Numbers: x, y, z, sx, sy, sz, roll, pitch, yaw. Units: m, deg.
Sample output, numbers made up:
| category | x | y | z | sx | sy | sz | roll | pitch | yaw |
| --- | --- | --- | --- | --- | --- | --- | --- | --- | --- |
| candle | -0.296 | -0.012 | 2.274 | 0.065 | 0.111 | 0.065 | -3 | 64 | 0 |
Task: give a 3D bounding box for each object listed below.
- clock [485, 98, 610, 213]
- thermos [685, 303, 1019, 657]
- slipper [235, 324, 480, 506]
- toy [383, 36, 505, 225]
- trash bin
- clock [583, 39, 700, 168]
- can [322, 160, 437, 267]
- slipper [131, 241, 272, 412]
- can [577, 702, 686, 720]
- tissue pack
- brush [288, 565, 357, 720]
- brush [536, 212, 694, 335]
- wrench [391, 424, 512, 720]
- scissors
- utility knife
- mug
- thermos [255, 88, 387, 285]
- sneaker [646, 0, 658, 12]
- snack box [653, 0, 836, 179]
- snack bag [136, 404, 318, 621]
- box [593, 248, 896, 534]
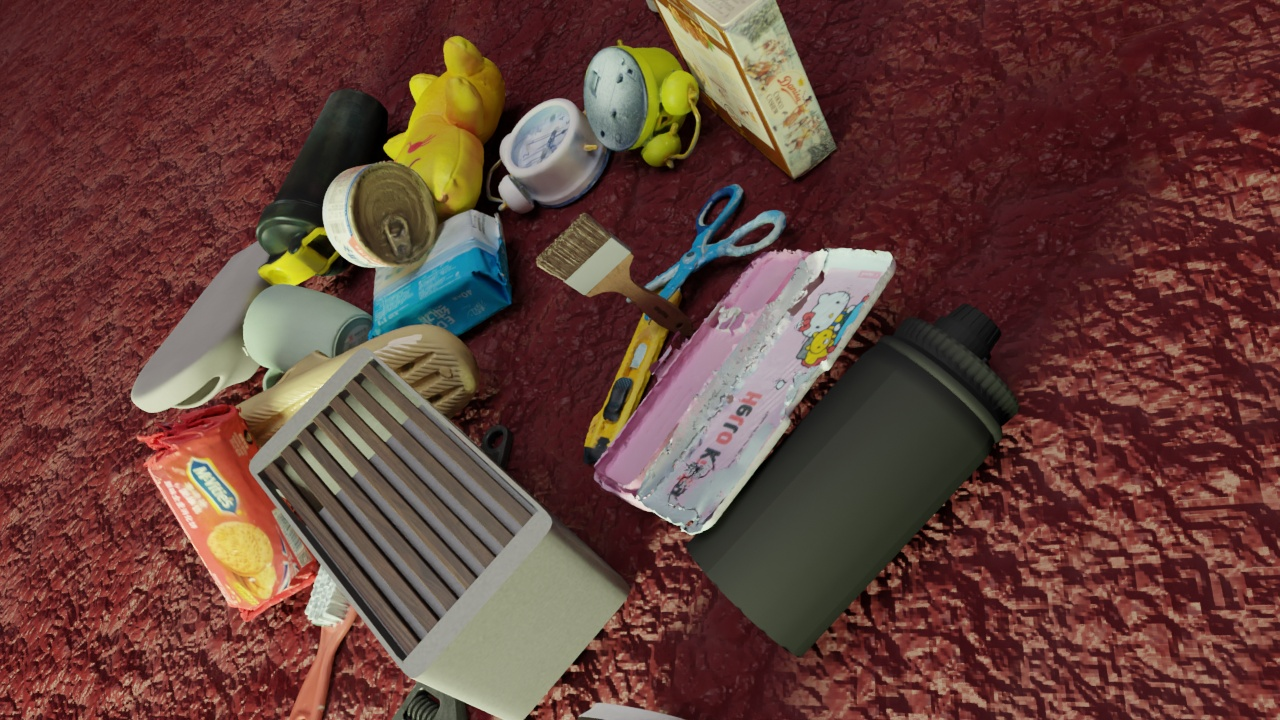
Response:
| category | x | y | z | sx | sy | sz | roll | pitch | yaw |
| --- | --- | --- | --- | --- | --- | --- | --- | --- | --- |
| clock | -0.087 | -0.178 | 0.816 | 0.126 | 0.052 | 0.088 | -23 | 54 | 25 |
| thermos | 0.124 | 0.059 | 0.504 | 0.198 | 0.086 | 0.086 | -47 | 48 | 1 |
| slipper | -0.243 | 0.038 | 0.768 | 0.262 | 0.111 | 0.079 | -26 | 27 | 18 |
| toy | -0.186 | -0.199 | 0.870 | 0.135 | 0.087 | 0.193 | -25 | 49 | 42 |
| trash bin | -0.137 | 0.110 | 0.611 | 0.114 | 0.114 | 0.229 | -48 | 51 | -10 |
| clock | 0.004 | -0.208 | 0.749 | 0.119 | 0.056 | 0.083 | 46 | 136 | 29 |
| can | -0.216 | -0.120 | 0.762 | 0.043 | 0.086 | 0.086 | 1 | 64 | 38 |
| slipper | -0.412 | -0.030 | 0.940 | 0.113 | 0.081 | 0.265 | -19 | 37 | 17 |
| can | -0.010 | 0.255 | 0.487 | 0.072 | 0.072 | 0.128 | -5 | 61 | 32 |
| tissue pack | -0.175 | -0.063 | 0.797 | 0.145 | 0.061 | 0.092 | -28 | 46 | 15 |
| brush | -0.242 | 0.203 | 0.704 | 0.041 | 0.030 | 0.172 | -3 | 62 | 33 |
| brush | -0.005 | -0.049 | 0.618 | 0.045 | 0.143 | 0.008 | -42 | 46 | 17 |
| wrench | -0.128 | 0.171 | 0.656 | 0.073 | 0.018 | 0.272 | -9 | 58 | 30 |
| scissors | 0.041 | -0.084 | 0.686 | 0.140 | 0.013 | 0.117 | -33 | 36 | 18 |
| utility knife | -0.004 | 0.004 | 0.674 | 0.030 | 0.017 | 0.158 | 14 | 68 | 29 |
| mug | -0.299 | -0.007 | 0.837 | 0.104 | 0.084 | 0.111 | 14 | 77 | 27 |
| thermos | -0.323 | -0.180 | 0.951 | 0.098 | 0.098 | 0.220 | -10 | 53 | 29 |
| sneaker | 0.029 | -0.434 | 0.862 | 0.099 | 0.089 | 0.235 | -11 | 58 | 29 |
| snack box | 0.068 | -0.223 | 0.671 | 0.041 | 0.147 | 0.143 | -37 | 47 | 2 |
| snack bag | -0.319 | 0.116 | 0.723 | 0.082 | 0.176 | 0.082 | -17 | 20 | 6 |
| box | 0.059 | 0.011 | 0.566 | 0.201 | 0.037 | 0.153 | -52 | 25 | -12 |
